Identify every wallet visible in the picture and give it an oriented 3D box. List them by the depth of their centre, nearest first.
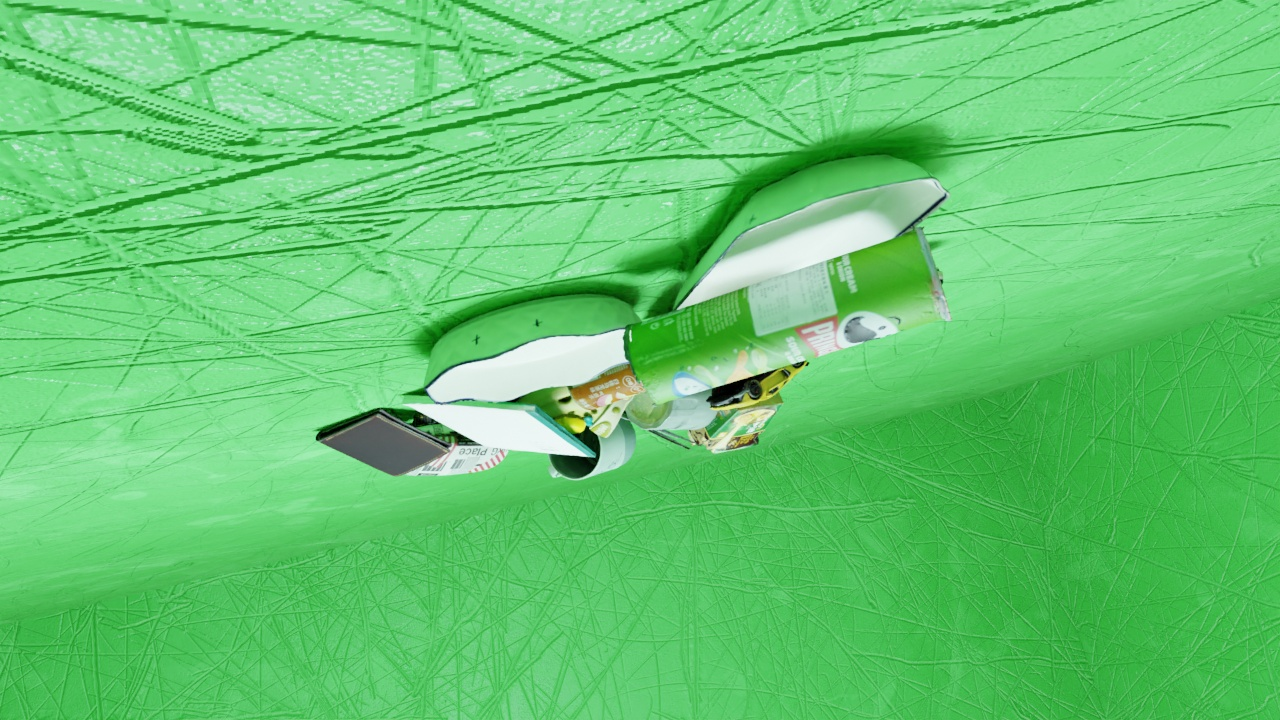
[{"bbox_3d":[-0.291,0.095,1.048,0.096,0.020,0.122,-23,145,21],"label":"wallet"}]

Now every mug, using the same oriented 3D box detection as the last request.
[{"bbox_3d":[0.051,0.033,1.153,0.103,0.083,0.124,2,134,-53],"label":"mug"},{"bbox_3d":[-0.070,0.117,1.214,0.112,0.082,0.106,-41,166,23],"label":"mug"}]

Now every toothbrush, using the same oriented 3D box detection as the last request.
[{"bbox_3d":[-0.165,0.055,1.094,0.212,0.026,0.027,-8,138,-23],"label":"toothbrush"}]

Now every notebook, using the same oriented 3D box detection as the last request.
[{"bbox_3d":[-0.150,0.077,1.026,0.150,0.012,0.209,4,163,16],"label":"notebook"}]

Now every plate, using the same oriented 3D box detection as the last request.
[{"bbox_3d":[0.116,-0.089,0.693,0.162,0.034,0.266,-12,169,-14],"label":"plate"},{"bbox_3d":[-0.091,-0.009,0.808,0.205,0.045,0.205,-13,169,-3],"label":"plate"}]

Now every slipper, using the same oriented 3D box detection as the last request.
[{"bbox_3d":[-0.046,0.047,1.056,0.190,0.081,0.092,-15,171,-14],"label":"slipper"}]

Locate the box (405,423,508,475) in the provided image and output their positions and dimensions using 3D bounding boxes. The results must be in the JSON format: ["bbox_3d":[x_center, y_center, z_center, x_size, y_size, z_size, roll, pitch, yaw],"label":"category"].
[{"bbox_3d":[-0.237,0.117,1.166,0.163,0.079,0.074,5,155,-42],"label":"box"}]

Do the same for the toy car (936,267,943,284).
[{"bbox_3d":[0.250,-0.078,0.925,0.056,0.037,0.123,-6,179,-26],"label":"toy car"}]

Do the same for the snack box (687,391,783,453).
[{"bbox_3d":[0.127,0.051,1.244,0.117,0.118,0.106,-7,157,-32],"label":"snack box"}]

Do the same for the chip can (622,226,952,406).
[{"bbox_3d":[0.107,-0.030,0.696,0.236,0.072,0.072,-17,169,17],"label":"chip can"}]

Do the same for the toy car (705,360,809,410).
[{"bbox_3d":[0.142,0.026,1.116,0.155,0.041,0.071,-32,-167,-39],"label":"toy car"}]

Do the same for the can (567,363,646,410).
[{"bbox_3d":[-0.006,0.006,0.955,0.148,0.058,0.057,-20,168,30],"label":"can"}]

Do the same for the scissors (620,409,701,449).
[{"bbox_3d":[-0.010,0.076,1.180,0.159,0.014,0.172,13,-170,-23],"label":"scissors"}]
